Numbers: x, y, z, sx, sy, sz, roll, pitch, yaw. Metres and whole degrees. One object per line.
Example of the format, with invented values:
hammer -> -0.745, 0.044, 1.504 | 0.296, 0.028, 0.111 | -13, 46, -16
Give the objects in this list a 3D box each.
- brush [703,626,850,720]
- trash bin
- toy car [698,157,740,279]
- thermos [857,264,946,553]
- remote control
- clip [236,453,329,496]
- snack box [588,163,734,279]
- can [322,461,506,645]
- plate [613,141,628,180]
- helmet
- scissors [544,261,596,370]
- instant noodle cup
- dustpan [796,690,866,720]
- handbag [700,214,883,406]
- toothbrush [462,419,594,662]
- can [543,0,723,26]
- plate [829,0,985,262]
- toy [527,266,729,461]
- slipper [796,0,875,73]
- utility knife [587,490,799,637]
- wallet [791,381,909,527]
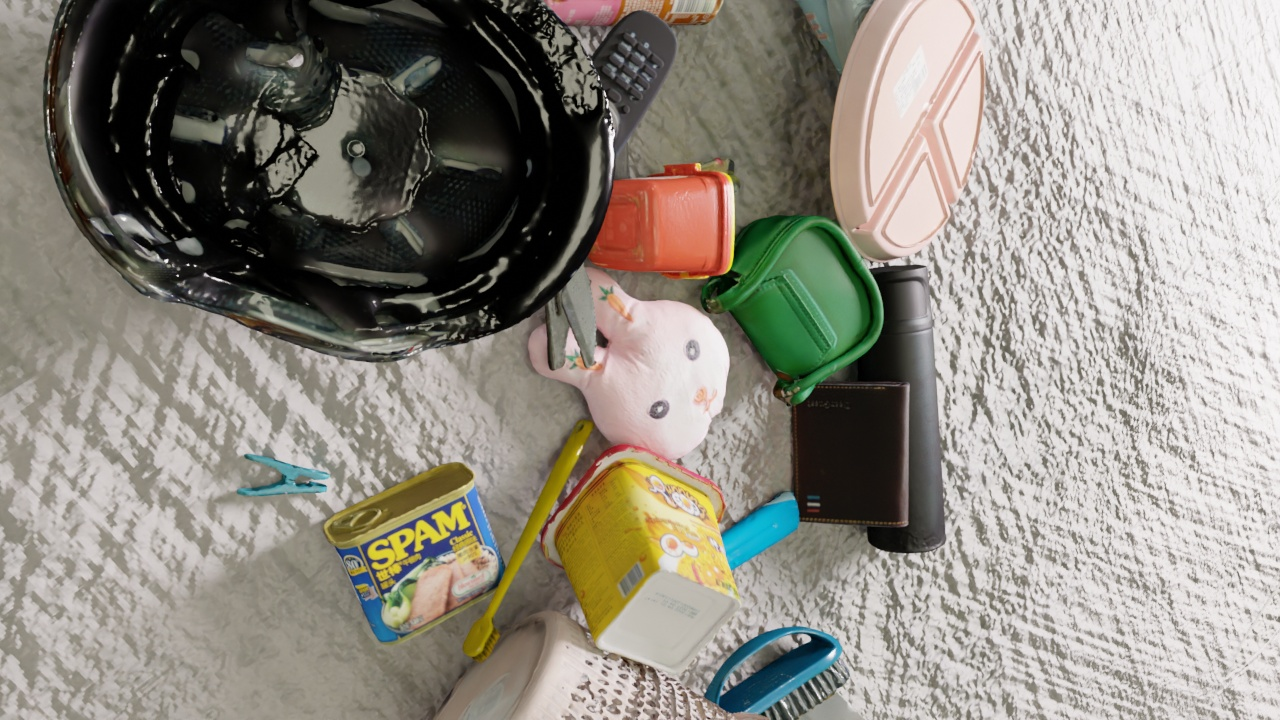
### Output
brush -> 0.109, 0.269, 0.772 | 0.143, 0.055, 0.073 | -24, 91, -22
trash bin -> -0.038, 0.286, 0.623 | 0.192, 0.228, 0.227 | 44, 76, -12
toy car -> 0.052, -0.108, 0.701 | 0.035, 0.042, 0.090 | 8, 87, -6
thermos -> 0.232, 0.039, 0.801 | 0.089, 0.069, 0.242 | -14, 103, -45
remote control -> -0.025, -0.176, 0.631 | 0.053, 0.024, 0.136 | 33, 90, -20
clip -> -0.230, 0.077, 0.594 | 0.055, 0.013, 0.038 | 12, 91, -26
snack box -> 0.012, -0.097, 0.646 | 0.080, 0.091, 0.082 | -8, 101, -38
can -> -0.148, 0.129, 0.619 | 0.102, 0.057, 0.083 | -25, 109, -22
plate -> -0.084, -0.145, 0.636 | 0.179, 0.024, 0.179 | -3, 98, -27
helmet -> -0.167, -0.122, 0.517 | 0.273, 0.157, 0.230 | 5, 99, -22
scissors -> -0.070, -0.101, 0.615 | 0.204, 0.015, 0.202 | 32, 94, -16
instant noodle cup -> 0.005, 0.141, 0.644 | 0.116, 0.123, 0.116 | 29, 108, -28
dustpan -> 0.092, 0.384, 0.688 | 0.257, 0.223, 0.142 | -52, 128, -2
handbag -> 0.121, -0.043, 0.728 | 0.120, 0.068, 0.131 | -48, 115, -17
toothbrush -> -0.073, 0.120, 0.640 | 0.016, 0.016, 0.189 | 60, 43, -41
can -> -0.015, -0.263, 0.637 | 0.147, 0.058, 0.058 | -10, 101, -26
plate -> 0.224, -0.190, 0.739 | 0.228, 0.028, 0.230 | -21, 120, -43
toy -> -0.004, 0.004, 0.682 | 0.159, 0.054, 0.121 | 31, 81, -21
slipper -> 0.159, -0.305, 0.708 | 0.103, 0.074, 0.245 | -48, 132, -23
utility knife -> 0.045, 0.172, 0.745 | 0.216, 0.018, 0.034 | -28, 99, -22
wallet -> 0.176, 0.078, 0.771 | 0.096, 0.020, 0.122 | 0, 99, 17
